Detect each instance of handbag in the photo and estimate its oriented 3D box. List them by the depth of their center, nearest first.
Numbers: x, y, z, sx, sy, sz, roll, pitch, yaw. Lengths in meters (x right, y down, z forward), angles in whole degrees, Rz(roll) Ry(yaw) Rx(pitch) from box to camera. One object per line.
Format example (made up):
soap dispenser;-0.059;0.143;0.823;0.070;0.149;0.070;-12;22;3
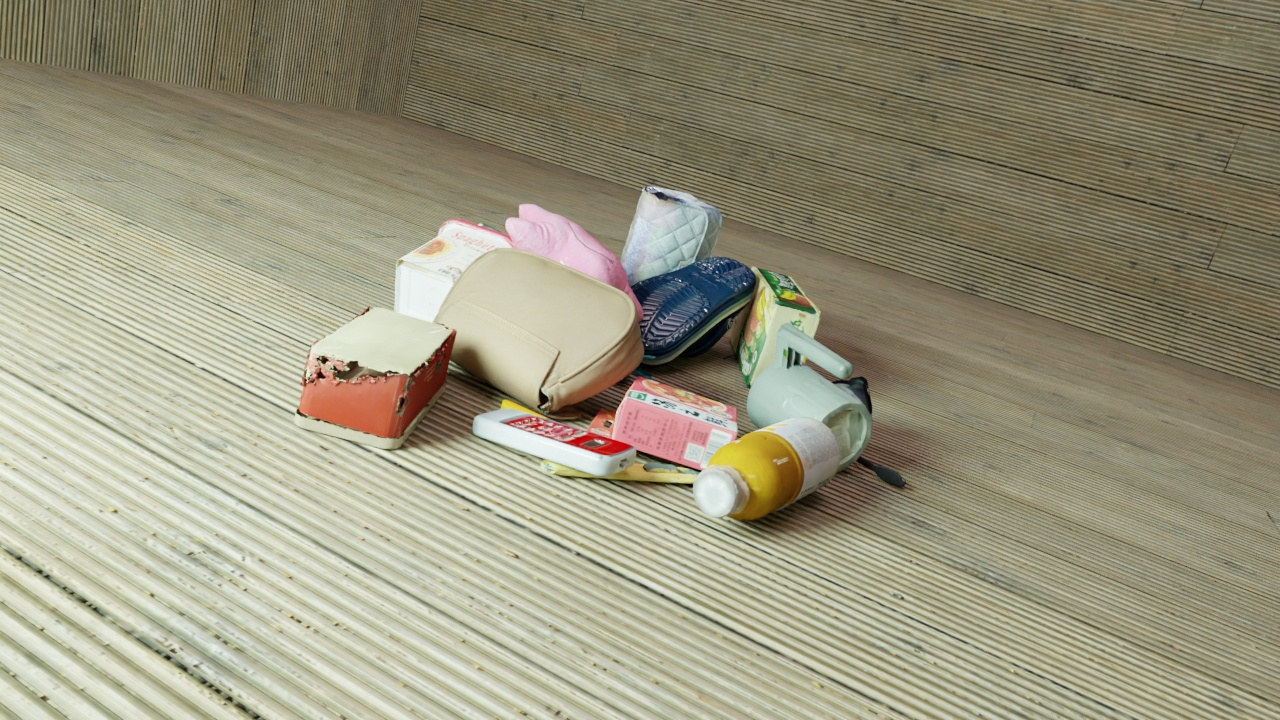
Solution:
handbag;-0.101;-0.024;0.898;0.205;0.100;0.147;27;56;32
handbag;0.031;-0.132;1.236;0.134;0.194;0.075;0;24;-42

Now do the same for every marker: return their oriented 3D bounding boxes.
marker;-0.069;0.064;0.798;0.124;0.015;0.018;23;15;18

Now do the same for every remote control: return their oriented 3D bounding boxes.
remote control;-0.071;0.065;0.751;0.136;0.020;0.055;15;13;27

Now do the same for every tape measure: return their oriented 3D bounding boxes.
tape measure;0.221;0.053;1.010;0.066;0.066;0.033;-8;3;22

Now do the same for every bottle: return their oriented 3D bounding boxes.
bottle;0.106;0.091;0.764;0.068;0.068;0.189;24;18;29

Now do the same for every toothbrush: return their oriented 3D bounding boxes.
toothbrush;0.204;0.088;0.970;0.016;0.014;0.189;10;14;-44

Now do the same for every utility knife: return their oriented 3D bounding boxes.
utility knife;-0.011;0.093;0.758;0.151;0.018;0.031;2;14;-25

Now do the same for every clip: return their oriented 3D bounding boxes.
clip;-0.006;0.003;1.056;0.056;0.038;0.013;15;11;39

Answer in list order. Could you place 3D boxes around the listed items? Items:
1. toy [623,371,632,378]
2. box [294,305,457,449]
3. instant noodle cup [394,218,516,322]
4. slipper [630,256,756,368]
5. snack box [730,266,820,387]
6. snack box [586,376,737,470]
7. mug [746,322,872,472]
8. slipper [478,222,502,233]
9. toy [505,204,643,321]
toy;-0.076;-0.026;1.009;0.157;0.066;0.105;22;-2;-2
box;-0.213;0.001;0.759;0.091;0.079;0.168;15;15;-2
instant noodle cup;-0.207;-0.086;1.032;0.116;0.117;0.124;21;29;19
slipper;0.055;-0.057;1.167;0.105;0.095;0.252;29;41;25
snack box;0.172;-0.045;1.214;0.063;0.114;0.239;15;15;-5
snack box;0.023;0.054;0.839;0.127;0.044;0.113;17;10;2
mug;0.170;0.038;0.916;0.083;0.124;0.103;-14;30;-24
slipper;-0.188;-0.142;1.194;0.267;0.083;0.111;-13;20;-29
toy;-0.074;-0.114;1.045;0.194;0.075;0.178;44;17;11
